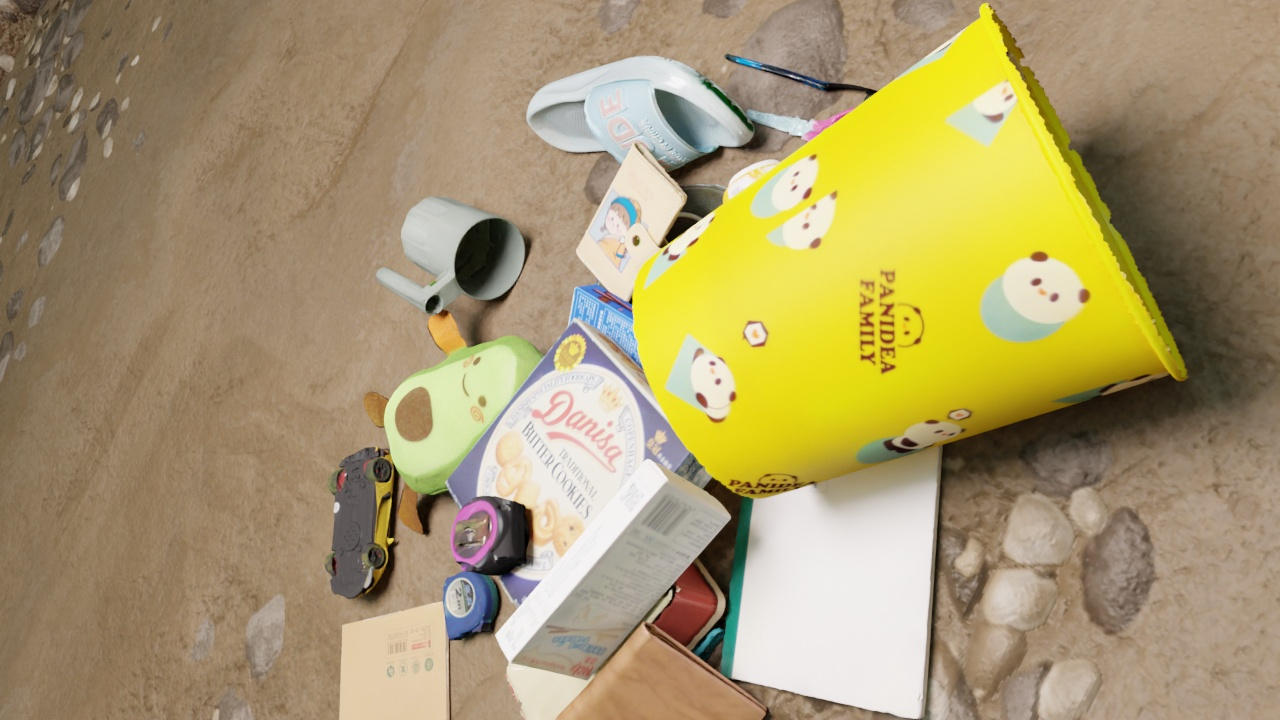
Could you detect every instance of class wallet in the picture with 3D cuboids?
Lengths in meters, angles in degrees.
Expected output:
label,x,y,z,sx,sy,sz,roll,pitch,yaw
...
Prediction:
label,x,y,z,sx,sy,sz,roll,pitch,yaw
wallet,-0.007,-0.112,0.777,0.087,0.024,0.115,55,127,32
wallet,0.015,0.248,0.640,0.101,0.115,0.020,-51,12,13

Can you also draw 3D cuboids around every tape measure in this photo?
label,x,y,z,sx,sy,sz,roll,pitch,yaw
tape measure,-0.110,0.126,0.665,0.058,0.039,0.057,-23,57,33
tape measure,-0.151,0.216,0.818,0.055,0.025,0.058,-25,65,25

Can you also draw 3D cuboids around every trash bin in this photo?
label,x,y,z,sx,sy,sz,roll,pitch,yaw
trash bin,0.148,-0.044,0.563,0.256,0.229,0.229,-28,60,30

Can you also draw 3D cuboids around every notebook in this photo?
label,x,y,z,sx,sy,sz,roll,pitch,yaw
notebook,-0.229,0.338,0.844,0.148,0.008,0.207,-20,63,30
notebook,0.133,0.128,0.646,0.151,0.012,0.209,-2,73,37

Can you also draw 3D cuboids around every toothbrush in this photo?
label,x,y,z,sx,sy,sz,roll,pitch,yaw
toothbrush,0.137,-0.233,0.767,0.189,0.014,0.016,32,118,40

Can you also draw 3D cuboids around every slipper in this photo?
label,x,y,z,sx,sy,sz,roll,pitch,yaw
slipper,-0.015,-0.207,0.814,0.246,0.104,0.074,9,72,43

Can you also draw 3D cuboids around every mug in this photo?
label,x,y,z,sx,sy,sz,roll,pitch,yaw
mug,-0.192,-0.102,0.906,0.123,0.084,0.103,-42,45,-22

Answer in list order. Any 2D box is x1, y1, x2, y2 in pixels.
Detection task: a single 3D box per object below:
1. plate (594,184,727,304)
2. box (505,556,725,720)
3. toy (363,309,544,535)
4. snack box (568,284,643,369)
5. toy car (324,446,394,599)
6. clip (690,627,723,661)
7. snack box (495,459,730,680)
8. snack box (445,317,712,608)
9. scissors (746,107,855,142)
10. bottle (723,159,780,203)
label,x,y,z,sx,sy,sz,roll,pitch,yaw
plate,0.025,-0.072,0.788,0.180,0.024,0.179,-13,68,33
box,-0.028,0.206,0.688,0.168,0.076,0.091,-51,43,12
toy,-0.167,0.054,0.844,0.247,0.089,0.226,-31,68,29
snack box,-0.005,0.004,0.760,0.157,0.026,0.085,33,122,39
toy car,-0.279,0.161,0.919,0.071,0.041,0.155,-18,63,31
clip,0.040,0.216,0.684,0.056,0.014,0.043,-54,51,11
snack box,-0.016,0.143,0.611,0.157,0.084,0.027,-49,46,6
snack box,-0.050,0.085,0.695,0.182,0.045,0.178,-52,45,8
scissors,0.135,-0.191,0.754,0.133,0.017,0.057,32,104,42
bottle,0.107,-0.098,0.712,0.063,0.063,0.108,-26,75,27
